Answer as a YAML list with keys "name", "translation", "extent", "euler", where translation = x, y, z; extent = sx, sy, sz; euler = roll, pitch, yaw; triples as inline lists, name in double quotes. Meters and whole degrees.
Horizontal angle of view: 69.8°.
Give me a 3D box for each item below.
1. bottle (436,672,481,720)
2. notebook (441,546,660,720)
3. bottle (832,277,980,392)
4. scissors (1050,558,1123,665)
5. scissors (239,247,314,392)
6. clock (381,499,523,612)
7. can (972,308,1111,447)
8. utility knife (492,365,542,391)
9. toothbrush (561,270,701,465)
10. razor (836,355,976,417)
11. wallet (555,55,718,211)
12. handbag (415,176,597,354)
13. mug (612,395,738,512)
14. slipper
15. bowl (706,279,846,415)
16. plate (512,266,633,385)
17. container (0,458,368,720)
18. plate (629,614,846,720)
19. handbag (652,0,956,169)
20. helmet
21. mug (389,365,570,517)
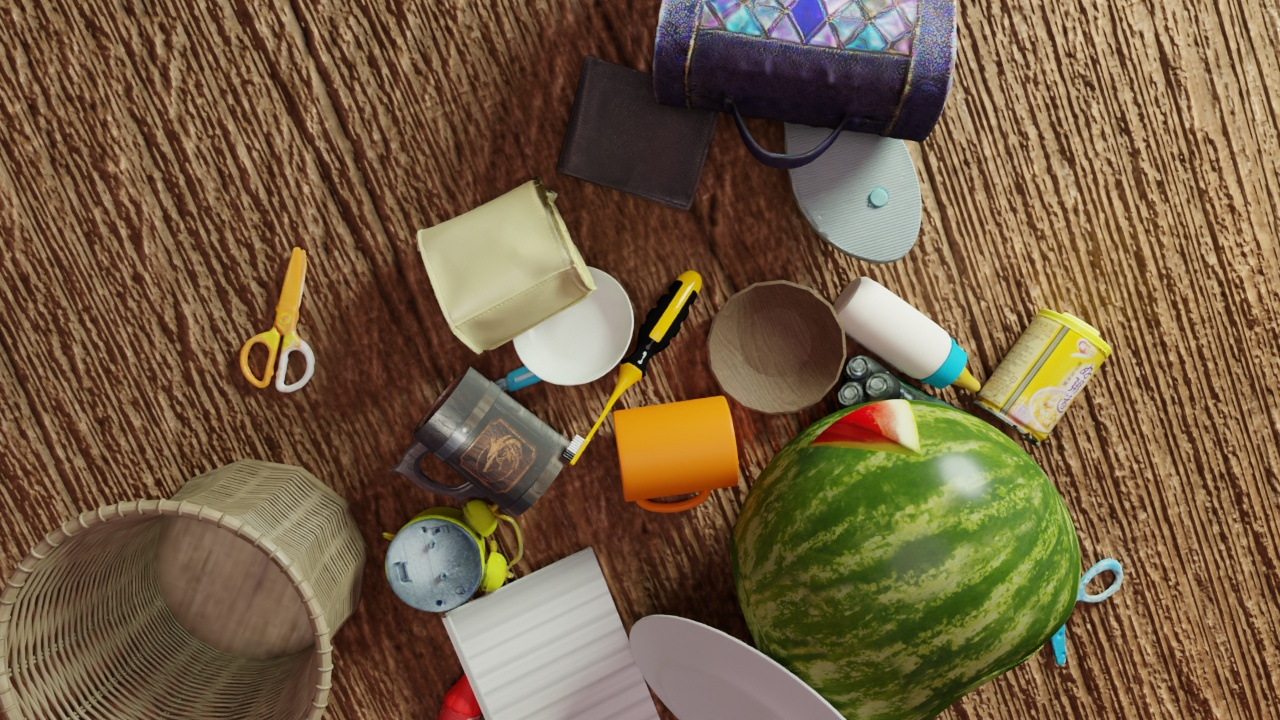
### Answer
- name: "bottle"
  translation: [-0.163, 0.321, 0.826]
  extent: [0.036, 0.036, 0.119]
  euler: [19, 96, -6]
- name: "notebook"
  translation: [-0.072, 0.291, 0.824]
  extent: [0.142, 0.009, 0.210]
  euler: [-23, 99, -13]
- name: "bottle"
  translation: [0.234, -0.015, 0.789]
  extent: [0.146, 0.051, 0.051]
  euler: [34, 95, -7]
- name: "scissors"
  translation: [0.378, 0.216, 0.852]
  extent: [0.134, 0.011, 0.137]
  euler: [-43, 98, 5]
- name: "scissors"
  translation: [-0.299, -0.034, 0.779]
  extent: [0.064, 0.013, 0.128]
  euler: [17, 98, -6]
- name: "clock"
  translation: [-0.161, 0.167, 0.793]
  extent: [0.119, 0.057, 0.083]
  euler: [-11, 98, -1]
- name: "can"
  translation: [0.346, 0.014, 0.791]
  extent: [0.067, 0.067, 0.105]
  euler: [34, 95, -7]
- name: "utility knife"
  translation: [-0.102, 0.017, 0.797]
  extent: [0.181, 0.015, 0.022]
  euler: [-24, 93, 3]
- name: "toothbrush"
  translation: [-0.005, 0.004, 0.766]
  extent: [0.031, 0.031, 0.196]
  euler: [34, 76, -4]
- name: "razor"
  translation: [0.239, 0.044, 0.792]
  extent: [0.151, 0.067, 0.054]
  euler: [22, 81, -11]
- name: "wallet"
  translation: [-0.001, -0.187, 0.765]
  extent: [0.120, 0.031, 0.099]
  euler: [15, 100, -8]
- name: "handbag"
  translation: [-0.107, -0.080, 0.744]
  extent: [0.119, 0.081, 0.111]
  euler: [-27, 67, 5]
- name: "mug"
  translation: [0.030, 0.089, 0.788]
  extent: [0.096, 0.077, 0.113]
  euler: [-8, 125, -2]
- name: "slipper"
  translation: [0.158, -0.205, 0.765]
  extent: [0.098, 0.054, 0.268]
  euler: [-15, 88, 2]
- name: "bowl"
  translation: [0.116, -0.013, 0.788]
  extent: [0.118, 0.030, 0.118]
  euler: [2, 105, 7]
- name: "plate"
  translation: [-0.056, -0.028, 0.776]
  extent: [0.104, 0.026, 0.104]
  euler: [-2, 78, 9]
- name: "container"
  translation: [-0.332, 0.193, 0.717]
  extent: [0.227, 0.196, 0.227]
  euler: [0, 98, -3]
- name: "plate"
  translation: [0.087, 0.299, 0.750]
  extent: [0.242, 0.243, 0.016]
  euler: [48, 57, -8]
- name: "handbag"
  translation: [0.123, -0.252, 0.681]
  extent: [0.205, 0.125, 0.222]
  euler: [10, 85, 6]
- name: "helmet"
  translation: [0.204, 0.146, 0.717]
  extent: [0.247, 0.212, 0.243]
  euler: [-26, 112, 14]
- name: "mug"
  translation: [-0.136, 0.079, 0.766]
  extent: [0.107, 0.080, 0.116]
  euler: [40, 100, -13]
